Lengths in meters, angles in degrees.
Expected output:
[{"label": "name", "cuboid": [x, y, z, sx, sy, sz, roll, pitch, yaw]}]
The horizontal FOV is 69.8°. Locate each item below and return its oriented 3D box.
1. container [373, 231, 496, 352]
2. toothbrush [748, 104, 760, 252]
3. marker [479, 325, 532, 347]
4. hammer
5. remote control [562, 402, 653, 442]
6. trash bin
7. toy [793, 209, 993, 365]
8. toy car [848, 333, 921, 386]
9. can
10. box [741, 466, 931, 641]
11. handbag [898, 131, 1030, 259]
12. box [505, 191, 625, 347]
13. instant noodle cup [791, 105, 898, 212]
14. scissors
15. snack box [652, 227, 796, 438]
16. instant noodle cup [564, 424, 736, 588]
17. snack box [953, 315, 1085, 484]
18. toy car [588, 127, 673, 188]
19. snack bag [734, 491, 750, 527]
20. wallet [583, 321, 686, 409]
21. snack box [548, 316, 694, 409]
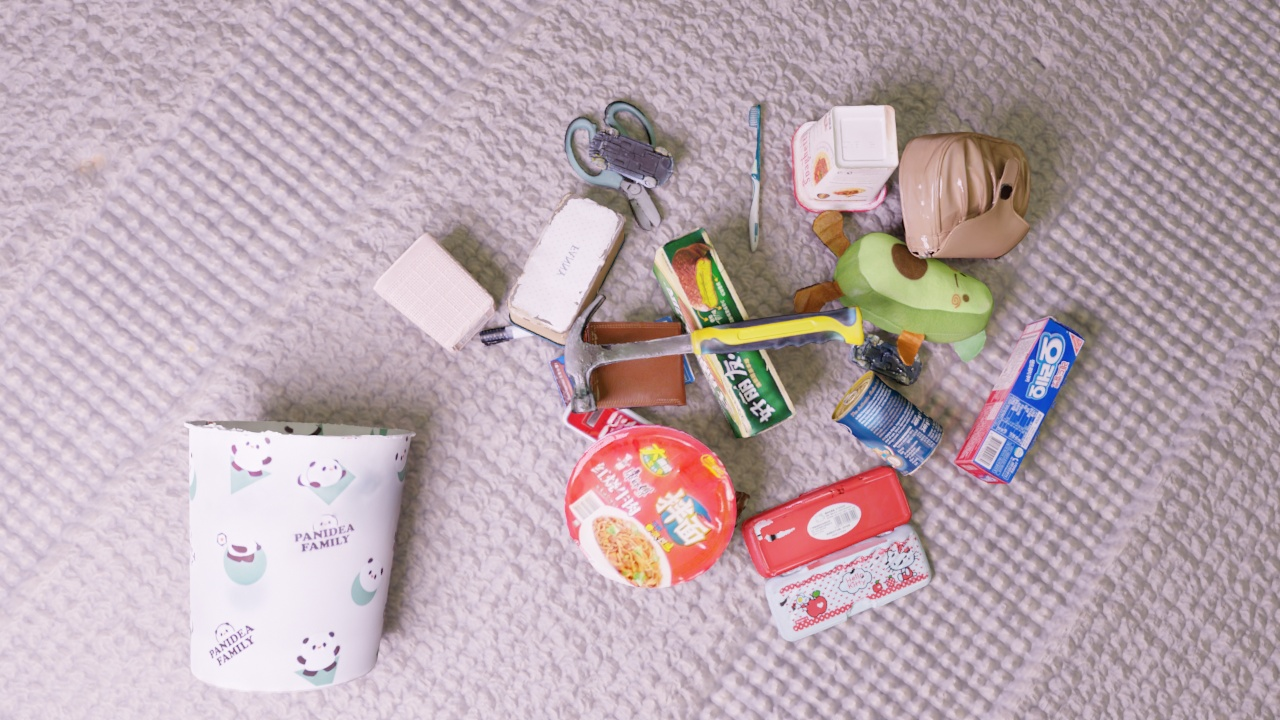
[{"label": "container", "cuboid": [-0.233, -0.073, 1.064, 0.111, 0.090, 0.090, 43, 82, -1]}, {"label": "toothbrush", "cuboid": [0.141, -0.229, 1.147, 0.018, 0.016, 0.191, 2, 82, 6]}, {"label": "marker", "cuboid": [-0.128, -0.036, 1.103, 0.130, 0.018, 0.023, -9, 107, -5]}, {"label": "hammer", "cuboid": [0.077, -0.024, 0.993, 0.323, 0.032, 0.126, -8, 87, 3]}, {"label": "remote control", "cuboid": [-0.024, 0.082, 1.075, 0.136, 0.020, 0.056, 33, 92, -14]}, {"label": "trash bin", "cuboid": [-0.362, 0.193, 0.961, 0.229, 0.229, 0.252, 4, 88, -4]}, {"label": "toy", "cuboid": [0.312, -0.088, 1.101, 0.246, 0.090, 0.226, 17, 61, -5]}, {"label": "toy car", "cuboid": [0.298, 0.000, 1.121, 0.090, 0.034, 0.043, 21, 79, -3]}, {"label": "can", "cuboid": [0.294, 0.075, 1.090, 0.111, 0.075, 0.075, 38, 82, 1]}, {"label": "box", "cuboid": [0.235, 0.228, 1.086, 0.201, 0.038, 0.157, -20, 85, -8]}, {"label": "handbag", "cuboid": [0.390, -0.193, 1.082, 0.204, 0.100, 0.148, -5, 101, -40]}, {"label": "box", "cuboid": [-0.089, -0.102, 1.082, 0.090, 0.060, 0.184, 27, 78, 6]}, {"label": "instant noodle cup", "cuboid": [0.250, -0.247, 1.102, 0.116, 0.124, 0.116, -2, 83, -4]}, {"label": "scissors", "cuboid": [-0.009, -0.242, 1.136, 0.139, 0.019, 0.180, -36, 85, -8]}, {"label": "snack box", "cuboid": [0.094, -0.027, 1.068, 0.063, 0.114, 0.240, -26, 86, -4]}, {"label": "instant noodle cup", "cuboid": [0.012, 0.158, 1.044, 0.194, 0.065, 0.194, 1, 103, 4]}, {"label": "snack box", "cuboid": [0.460, 0.049, 1.114, 0.057, 0.058, 0.207, 31, 82, 0]}, {"label": "toy car", "cuboid": [-0.011, -0.243, 1.110, 0.105, 0.031, 0.049, 21, 83, 0]}, {"label": "snack bag", "cuboid": [0.075, 0.159, 1.088, 0.105, 0.026, 0.045, 24, 81, -2]}, {"label": "wallet", "cuboid": [-0.006, 0.006, 1.060, 0.124, 0.032, 0.101, -1, 83, -21]}, {"label": "snack box", "cuboid": [-0.022, 0.013, 1.098, 0.157, 0.026, 0.084, -21, 86, -6]}]
